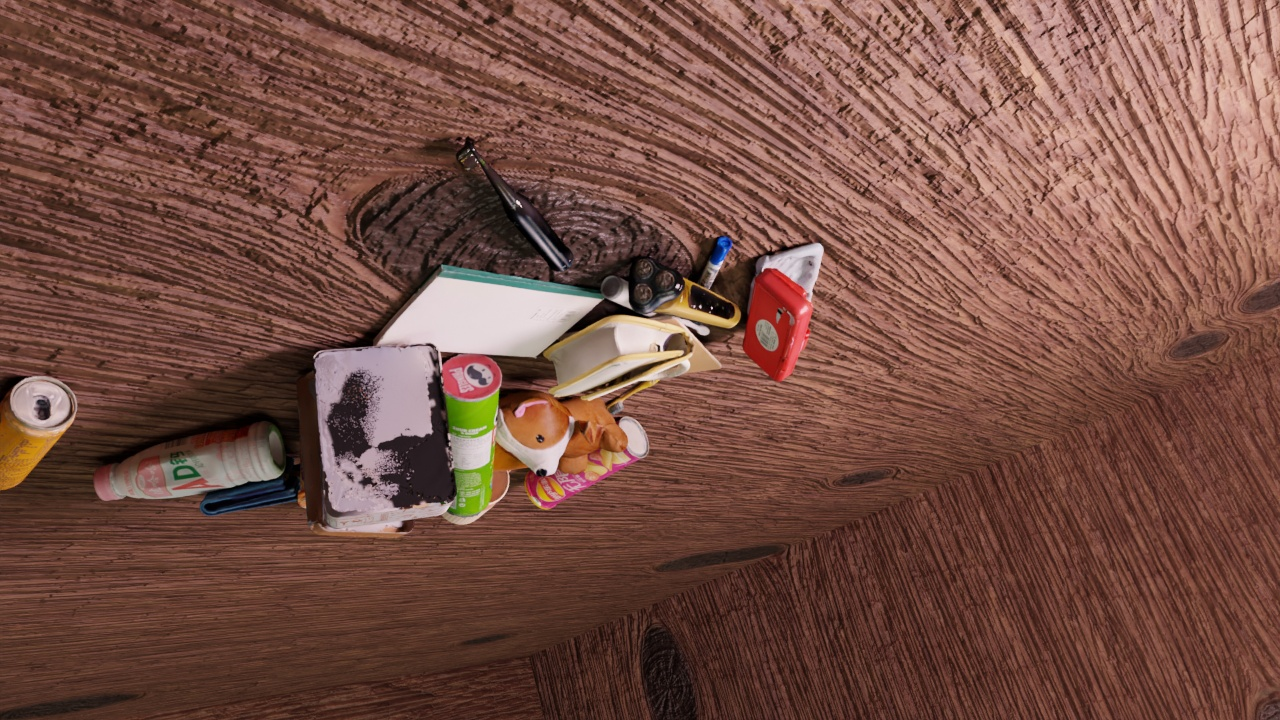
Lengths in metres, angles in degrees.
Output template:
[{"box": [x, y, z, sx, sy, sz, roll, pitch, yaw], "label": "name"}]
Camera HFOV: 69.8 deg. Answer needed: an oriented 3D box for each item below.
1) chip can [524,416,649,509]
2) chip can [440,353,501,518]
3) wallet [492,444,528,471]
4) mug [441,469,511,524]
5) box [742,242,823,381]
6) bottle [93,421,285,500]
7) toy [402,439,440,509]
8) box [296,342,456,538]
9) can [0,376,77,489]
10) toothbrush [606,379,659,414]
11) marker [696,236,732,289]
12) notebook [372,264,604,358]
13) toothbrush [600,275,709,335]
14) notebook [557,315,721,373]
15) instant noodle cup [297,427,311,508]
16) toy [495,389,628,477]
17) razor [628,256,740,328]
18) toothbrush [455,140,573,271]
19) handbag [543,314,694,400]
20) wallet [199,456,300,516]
[{"box": [-0.086, 0.162, 1.440, 0.211, 0.071, 0.071, -32, 154, 31], "label": "chip can"}, {"box": [-0.210, 0.097, 1.110, 0.072, 0.072, 0.237, -9, 140, -20], "label": "chip can"}, {"box": [-0.191, 0.127, 1.307, 0.130, 0.035, 0.119, 0, 141, -37], "label": "wallet"}, {"box": [-0.245, 0.187, 1.387, 0.114, 0.081, 0.106, -32, 173, -40], "label": "mug"}, {"box": [0.181, -0.066, 1.113, 0.099, 0.095, 0.202, -41, 161, -15], "label": "box"}, {"box": [-0.511, 0.121, 1.042, 0.197, 0.068, 0.068, -12, 158, -5], "label": "bottle"}, {"box": [-0.293, 0.139, 1.211, 0.143, 0.082, 0.227, -33, 166, -31], "label": "toy"}, {"box": [-0.286, 0.095, 0.982, 0.150, 0.181, 0.169, -5, 163, -17], "label": "box"}, {"box": [-0.592, 0.071, 0.874, 0.146, 0.058, 0.058, -33, 153, 33], "label": "can"}, {"box": [0.019, 0.031, 1.276, 0.192, 0.018, 0.016, -33, 155, 33], "label": "toothbrush"}, {"box": [0.075, -0.093, 1.031, 0.017, 0.017, 0.146, -10, 157, -17], "label": "marker"}, {"box": [-0.157, -0.046, 0.978, 0.208, 0.012, 0.151, 5, 149, -43], "label": "notebook"}, {"box": [0.025, -0.058, 1.064, 0.027, 0.026, 0.220, -48, 149, 14], "label": "toothbrush"}, {"box": [0.004, -0.010, 1.143, 0.148, 0.008, 0.207, -9, 161, 17], "label": "notebook"}, {"box": [-0.355, 0.113, 1.092, 0.111, 0.099, 0.112, -14, 158, -6], "label": "instant noodle cup"}, {"box": [-0.122, 0.097, 1.211, 0.140, 0.130, 0.199, -31, 145, 30], "label": "toy"}, {"box": [0.053, -0.066, 1.003, 0.068, 0.062, 0.167, -9, 163, 40], "label": "razor"}, {"box": [-0.106, -0.130, 0.799, 0.027, 0.026, 0.212, -42, 156, 0], "label": "toothbrush"}, {"box": [-0.006, 0.006, 1.088, 0.178, 0.063, 0.164, 6, 161, -37], "label": "handbag"}, {"box": [-0.464, 0.151, 1.108, 0.106, 0.040, 0.133, -10, -169, -15], "label": "wallet"}]
